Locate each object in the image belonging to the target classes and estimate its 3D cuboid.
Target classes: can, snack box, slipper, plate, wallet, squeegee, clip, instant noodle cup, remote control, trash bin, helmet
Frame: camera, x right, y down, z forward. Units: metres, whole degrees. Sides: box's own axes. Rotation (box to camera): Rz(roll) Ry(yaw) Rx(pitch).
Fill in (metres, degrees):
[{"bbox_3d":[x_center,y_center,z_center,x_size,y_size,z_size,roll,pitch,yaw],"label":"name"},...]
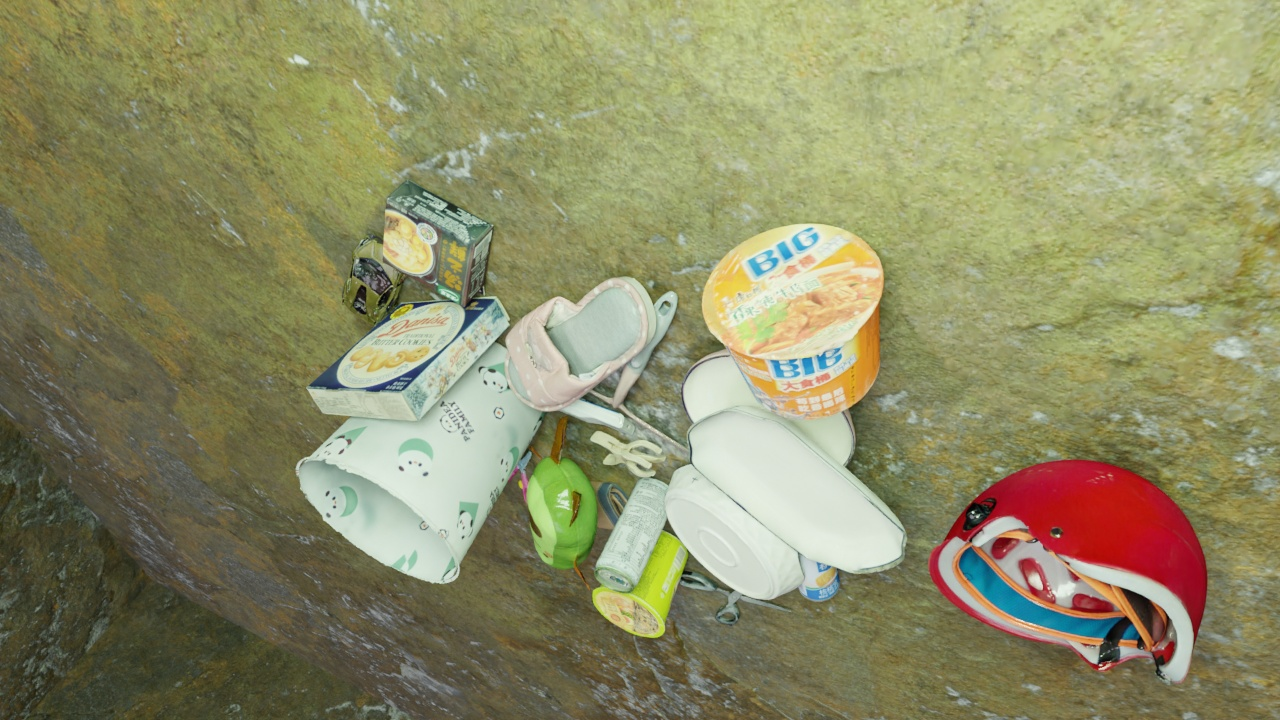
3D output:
[{"bbox_3d":[-0.006,0.224,1.186,0.058,0.146,0.058,18,143,14],"label":"can"},{"bbox_3d":[-0.229,-0.126,1.037,0.113,0.053,0.126,29,139,6],"label":"snack box"},{"bbox_3d":[-0.083,-0.012,1.020,0.275,0.054,0.114,-27,84,48],"label":"slipper"},{"bbox_3d":[0.138,0.052,0.970,0.192,0.038,0.193,21,143,16],"label":"plate"},{"bbox_3d":[0.108,0.219,1.137,0.205,0.045,0.205,36,153,21],"label":"plate"},{"bbox_3d":[-0.065,0.206,1.311,0.115,0.033,0.090,-1,129,39],"label":"wallet"},{"bbox_3d":[-0.006,0.006,1.027,0.247,0.040,0.250,32,143,4],"label":"squeegee"},{"bbox_3d":[-0.016,0.119,1.174,0.100,0.034,0.070,11,140,40],"label":"clip"},{"bbox_3d":[0.140,-0.027,0.795,0.151,0.151,0.111,9,147,29],"label":"instant noodle cup"},{"bbox_3d":[0.008,0.306,1.294,0.112,0.123,0.112,19,141,17],"label":"instant noodle cup"},{"bbox_3d":[-0.068,0.062,1.133,0.125,0.024,0.049,19,171,22],"label":"remote control"},{"bbox_3d":[0.209,0.235,1.117,0.053,0.053,0.135,9,138,29],"label":"can"},{"bbox_3d":[-0.275,-0.005,1.093,0.178,0.182,0.046,0,129,37],"label":"snack box"},{"bbox_3d":[-0.257,0.109,1.154,0.230,0.251,0.230,21,143,17],"label":"trash bin"},{"bbox_3d":[0.394,0.174,0.838,0.207,0.143,0.241,42,157,-12],"label":"helmet"},{"bbox_3d":[0.169,0.134,0.979,0.265,0.034,0.162,40,144,-10],"label":"plate"}]

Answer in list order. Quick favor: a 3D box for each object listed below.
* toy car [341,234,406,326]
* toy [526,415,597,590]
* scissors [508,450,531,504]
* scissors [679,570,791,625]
[{"bbox_3d":[-0.337,-0.099,1.153,0.070,0.042,0.159,34,142,-3],"label":"toy car"},{"bbox_3d":[-0.103,0.196,1.195,0.090,0.226,0.247,-11,143,-15],"label":"toy"},{"bbox_3d":[-0.177,0.152,1.330,0.118,0.017,0.133,29,135,49],"label":"scissors"},{"bbox_3d":[0.137,0.348,1.338,0.179,0.014,0.159,11,139,27],"label":"scissors"}]
